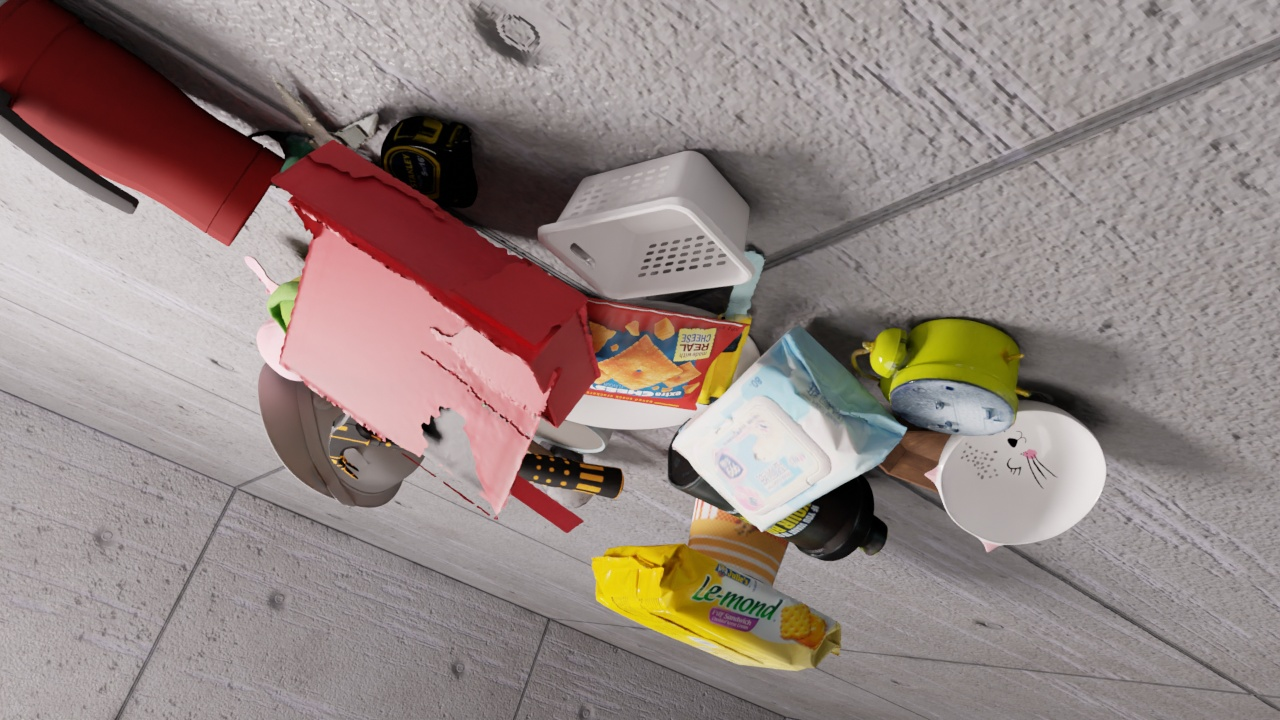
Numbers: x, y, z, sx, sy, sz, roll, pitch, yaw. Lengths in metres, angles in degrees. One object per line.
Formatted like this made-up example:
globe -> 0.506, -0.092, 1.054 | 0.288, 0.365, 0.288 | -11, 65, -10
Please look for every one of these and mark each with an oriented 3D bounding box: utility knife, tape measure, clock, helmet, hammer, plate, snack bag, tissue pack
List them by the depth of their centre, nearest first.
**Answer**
tape measure -> -0.139, -0.133, 0.605 | 0.061, 0.034, 0.062 | 14, 146, 3
clock -> 0.202, 0.012, 0.629 | 0.119, 0.057, 0.083 | 6, 154, 28
snack bag -> -0.002, -0.004, 0.697 | 0.130, 0.039, 0.144 | 9, 151, -9
utility knife -> 0.066, -0.017, 0.702 | 0.030, 0.019, 0.225 | -6, 148, -8
tissue pack -> 0.108, 0.057, 0.704 | 0.112, 0.069, 0.182 | 47, 145, 4
plate -> -0.004, 0.005, 0.769 | 0.208, 0.015, 0.209 | -1, 149, 0
plate -> 0.257, 0.077, 0.771 | 0.131, 0.025, 0.131 | 16, 157, 7
snack bag -> 0.071, 0.260, 0.957 | 0.247, 0.068, 0.160 | 30, 156, -23
clock -> -0.085, 0.057, 0.972 | 0.122, 0.045, 0.159 | 19, 157, 3
hammer -> -0.166, 0.106, 0.975 | 0.320, 0.036, 0.124 | 14, 132, -23
helmet -> -0.297, 0.061, 1.036 | 0.118, 0.183, 0.271 | -20, 159, 11
hammer -> -0.185, 0.060, 1.037 | 0.328, 0.052, 0.098 | 36, -177, -22

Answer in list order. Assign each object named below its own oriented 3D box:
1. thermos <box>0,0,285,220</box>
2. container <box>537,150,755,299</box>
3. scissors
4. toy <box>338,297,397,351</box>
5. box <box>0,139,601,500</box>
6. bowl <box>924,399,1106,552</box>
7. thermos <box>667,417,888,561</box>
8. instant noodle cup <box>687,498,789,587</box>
thermos -> -0.356, -0.156, 0.619 | 0.198, 0.107, 0.084 | 34, 134, -23
container -> 0.008, -0.084, 0.576 | 0.129, 0.049, 0.080 | -4, 148, 43
scissors -> -0.212, -0.133, 0.689 | 0.204, 0.015, 0.202 | 37, 154, -33
toy -> -0.289, -0.036, 0.874 | 0.239, 0.087, 0.190 | -10, 151, 39
box -> -0.182, -0.038, 0.469 | 0.214, 0.171, 0.477 | 33, -160, 14
bowl -> 0.277, 0.075, 0.682 | 0.115, 0.050, 0.115 | 3, 115, 6
thermos -> 0.129, 0.120, 0.864 | 0.220, 0.098, 0.098 | 25, 157, -28
instant noodle cup -> 0.109, 0.175, 0.983 | 0.123, 0.121, 0.123 | 16, 157, 7
